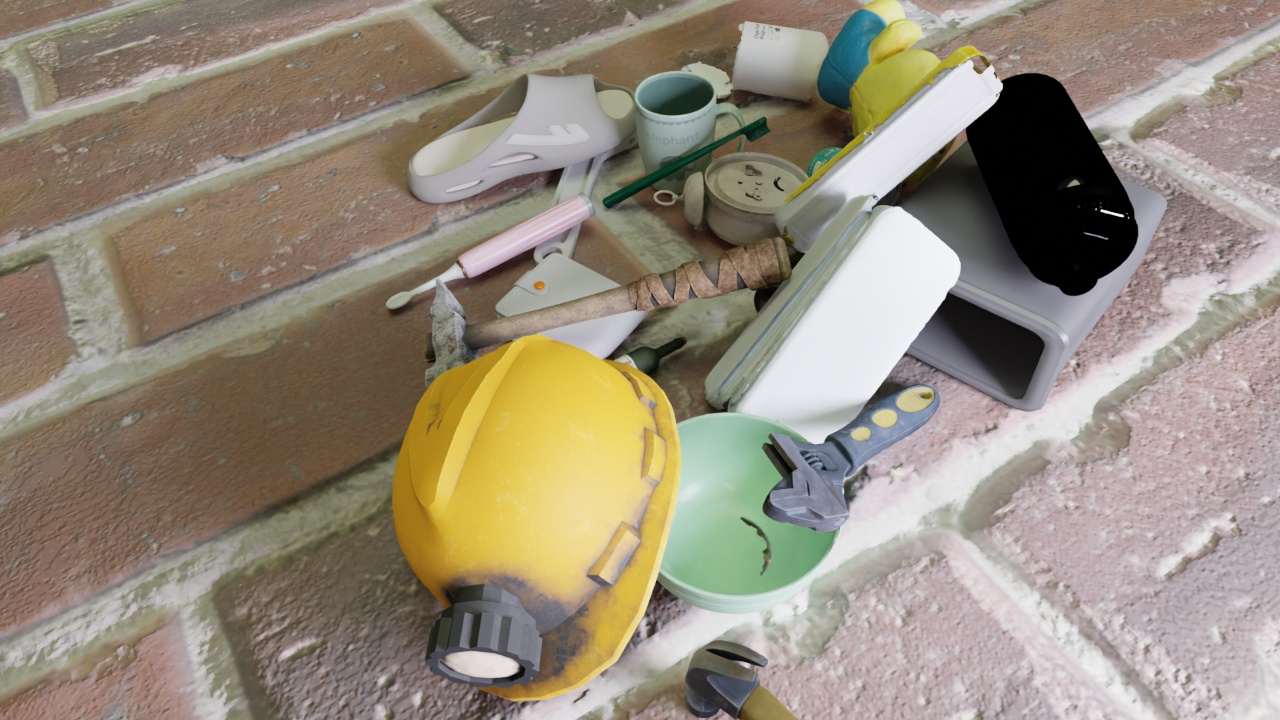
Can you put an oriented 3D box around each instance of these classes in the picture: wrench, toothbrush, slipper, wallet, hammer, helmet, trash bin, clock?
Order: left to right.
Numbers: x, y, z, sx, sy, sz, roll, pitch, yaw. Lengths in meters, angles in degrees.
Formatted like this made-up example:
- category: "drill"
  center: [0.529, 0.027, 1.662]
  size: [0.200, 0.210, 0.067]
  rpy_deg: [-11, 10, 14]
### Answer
- category: "toothbrush"
  center: [-0.145, -0.104, 0.887]
  size: [0.222, 0.026, 0.027]
  rpy_deg: [-29, 94, -13]
- category: "helmet"
  center: [-0.091, 0.077, 0.607]
  size: [0.206, 0.131, 0.254]
  rpy_deg: [-23, 45, 29]
- category: "slipper"
  center: [-0.131, -0.253, 0.977]
  size: [0.266, 0.081, 0.112]
  rpy_deg: [-18, 45, -1]
- category: "wallet"
  center: [-0.073, -0.033, 0.822]
  size: [0.118, 0.037, 0.115]
  rpy_deg: [29, 61, 26]
- category: "wrench"
  center: [-0.056, -0.190, 0.976]
  size: [0.087, 0.018, 0.272]
  rpy_deg: [4, 50, 8]
- category: "hammer"
  center: [-0.034, -0.047, 0.762]
  size: [0.319, 0.049, 0.121]
  rpy_deg: [-14, 58, 11]
- category: "toothbrush"
  center: [0.043, -0.192, 0.910]
  size: [0.190, 0.017, 0.016]
  rpy_deg: [-22, 16, 28]
- category: "clock"
  center: [0.091, -0.154, 0.903]
  size: [0.157, 0.061, 0.103]
  rpy_deg: [1, 45, -5]
- category: "wrench"
  center: [0.158, 0.057, 0.653]
  size: [0.073, 0.022, 0.272]
  rpy_deg: [40, 33, 23]
- category: "hammer"
  center: [0.159, 0.265, 0.496]
  size: [0.333, 0.118, 0.025]
  rpy_deg: [33, 60, 23]
- category: "trash bin"
  center: [0.316, -0.089, 0.803]
  size: [0.192, 0.098, 0.219]
  rpy_deg: [31, 56, 28]

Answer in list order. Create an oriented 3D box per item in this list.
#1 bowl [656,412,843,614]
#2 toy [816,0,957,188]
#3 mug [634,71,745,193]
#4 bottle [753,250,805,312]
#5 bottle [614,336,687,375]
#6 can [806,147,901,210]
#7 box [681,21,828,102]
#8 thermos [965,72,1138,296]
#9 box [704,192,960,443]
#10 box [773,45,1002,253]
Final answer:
- category: "bowl"
  center: [0.064, 0.116, 0.647]
  size: [0.151, 0.077, 0.150]
  rpy_deg: [-2, 48, 2]
- category: "toy"
  center: [0.250, -0.267, 0.935]
  size: [0.084, 0.149, 0.213]
  rpy_deg: [-4, 50, -16]
- category: "mug"
  center: [0.052, -0.230, 0.944]
  size: [0.111, 0.104, 0.084]
  rpy_deg: [1, 48, 6]
- category: "bottle"
  center: [0.171, -0.094, 0.854]
  size: [0.045, 0.045, 0.184]
  rpy_deg: [27, 48, 25]
- category: "bottle"
  center: [-0.005, 0.005, 0.789]
  size: [0.106, 0.025, 0.025]
  rpy_deg: [-28, 52, -19]
- category: "can"
  center: [0.207, -0.175, 0.894]
  size: [0.055, 0.055, 0.101]
  rpy_deg: [-18, 24, -12]
- category: "box"
  center: [0.129, -0.344, 1.062]
  size: [0.166, 0.093, 0.083]
  rpy_deg: [13, 53, 4]
- category: "thermos"
  center: [0.323, -0.138, 0.723]
  size: [0.086, 0.086, 0.198]
  rpy_deg: [-1, 46, 3]
- category: "box"
  center: [0.136, -0.035, 0.738]
  size: [0.215, 0.106, 0.127]
  rpy_deg: [-53, 27, 4]
- category: "box"
  center: [0.206, -0.172, 0.775]
  size: [0.057, 0.210, 0.117]
  rpy_deg: [50, 19, 5]
